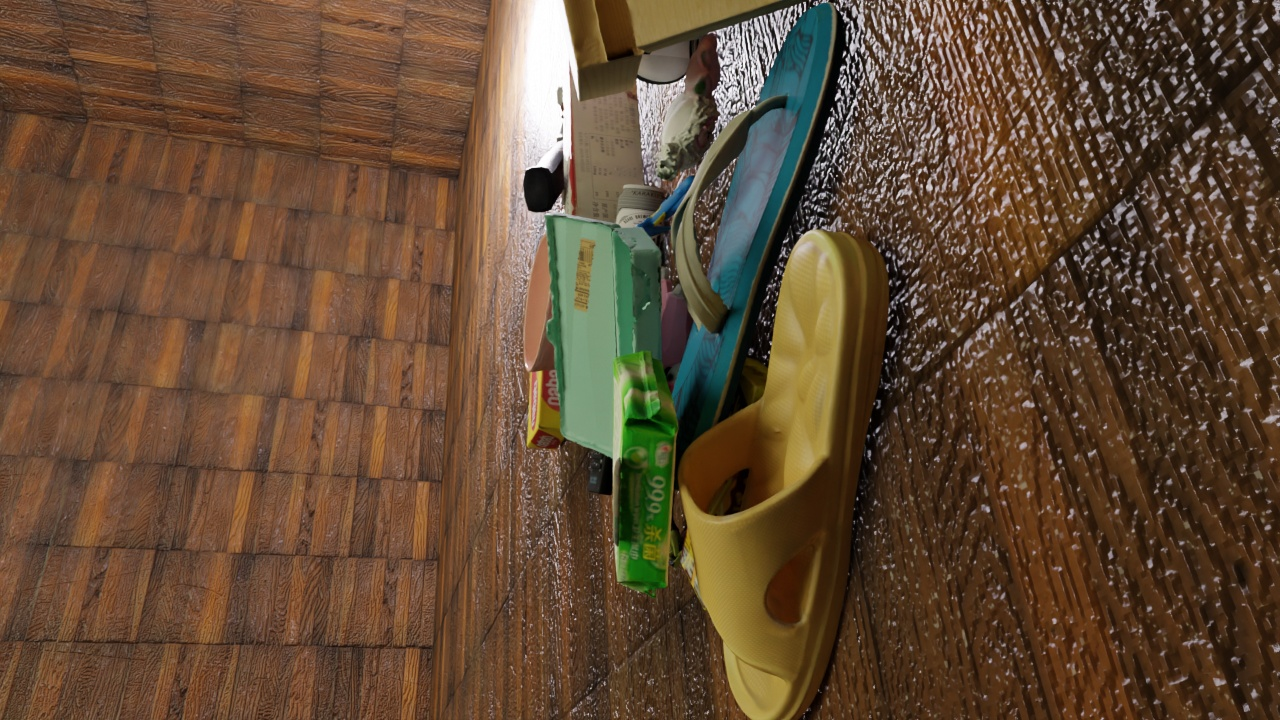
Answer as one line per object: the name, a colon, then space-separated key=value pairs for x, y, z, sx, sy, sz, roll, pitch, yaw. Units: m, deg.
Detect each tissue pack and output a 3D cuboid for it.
tissue pack: x=0.000 y=0.061 z=0.517 sx=0.099 sy=0.034 sz=0.114 roll=-98 pitch=10 yaw=-67

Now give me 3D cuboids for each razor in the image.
razor: x=0.022 y=0.077 z=0.674 sx=0.044 sy=0.021 sz=0.144 roll=-179 pitch=90 yaw=-82

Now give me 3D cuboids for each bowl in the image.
bowl: x=-0.077 y=-0.058 z=0.994 sx=0.153 sy=0.076 sz=0.153 roll=-173 pitch=91 yaw=-74

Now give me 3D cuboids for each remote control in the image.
remote control: x=-0.027 y=0.059 z=0.883 sx=0.045 sy=0.021 sz=0.140 roll=169 pitch=111 yaw=-72

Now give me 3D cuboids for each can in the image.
can: x=-0.003 y=-0.099 z=0.810 sx=0.044 sy=0.044 sz=0.106 roll=-161 pitch=77 yaw=-74

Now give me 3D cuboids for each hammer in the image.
hammer: x=-0.092 y=-0.223 z=1.024 sx=0.312 sy=0.035 sz=0.139 roll=-82 pitch=-9 yaw=-69

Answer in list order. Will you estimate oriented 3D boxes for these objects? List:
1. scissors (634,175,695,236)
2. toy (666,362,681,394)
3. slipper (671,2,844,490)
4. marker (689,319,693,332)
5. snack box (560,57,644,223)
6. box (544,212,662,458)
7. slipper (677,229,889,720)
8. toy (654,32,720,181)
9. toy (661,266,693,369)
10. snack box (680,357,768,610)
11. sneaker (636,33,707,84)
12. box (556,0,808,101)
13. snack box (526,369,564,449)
scissors: x=0.000 y=-0.102 z=0.738 sx=0.126 sy=0.126 sz=0.013 roll=-44 pitch=78 yaw=30
toy: x=0.039 y=0.013 z=0.627 sx=0.065 sy=0.050 sz=0.102 roll=-120 pitch=44 yaw=-71
slipper: x=0.045 y=-0.068 z=0.548 sx=0.118 sy=0.060 sz=0.295 roll=-131 pitch=57 yaw=-81
marker: x=0.038 y=0.006 z=0.680 sx=0.018 sy=0.015 sz=0.134 roll=37 pitch=125 yaw=36
snack box: x=-0.039 y=-0.192 z=0.913 sx=0.044 sy=0.076 sz=0.272 roll=116 pitch=154 yaw=-58
box: x=-0.020 y=-0.005 z=0.657 sx=0.138 sy=0.055 sz=0.187 roll=38 pitch=134 yaw=54
slipper: x=0.061 y=0.062 z=0.476 sx=0.099 sy=0.078 sz=0.264 roll=-124 pitch=42 yaw=-70
toy: x=0.042 y=-0.192 z=0.698 sx=0.095 sy=0.041 sz=0.109 roll=-84 pitch=11 yaw=-65
toy: x=-0.004 y=0.004 z=0.743 sx=0.123 sy=0.067 sz=0.158 roll=-125 pitch=40 yaw=-65
snack box: x=0.057 y=0.076 z=0.573 sx=0.061 sy=0.025 sz=0.149 roll=-127 pitch=45 yaw=-68
sneaker: x=0.050 y=-0.303 z=0.654 sx=0.097 sy=0.091 sz=0.246 roll=60 pitch=142 yaw=37
box: x=-0.011 y=-0.318 z=0.580 sx=0.253 sy=0.118 sz=0.247 roll=-5 pitch=101 yaw=49
snack box: x=-0.112 y=0.004 z=1.152 sx=0.092 sy=0.042 sz=0.200 roll=130 pitch=143 yaw=-65
